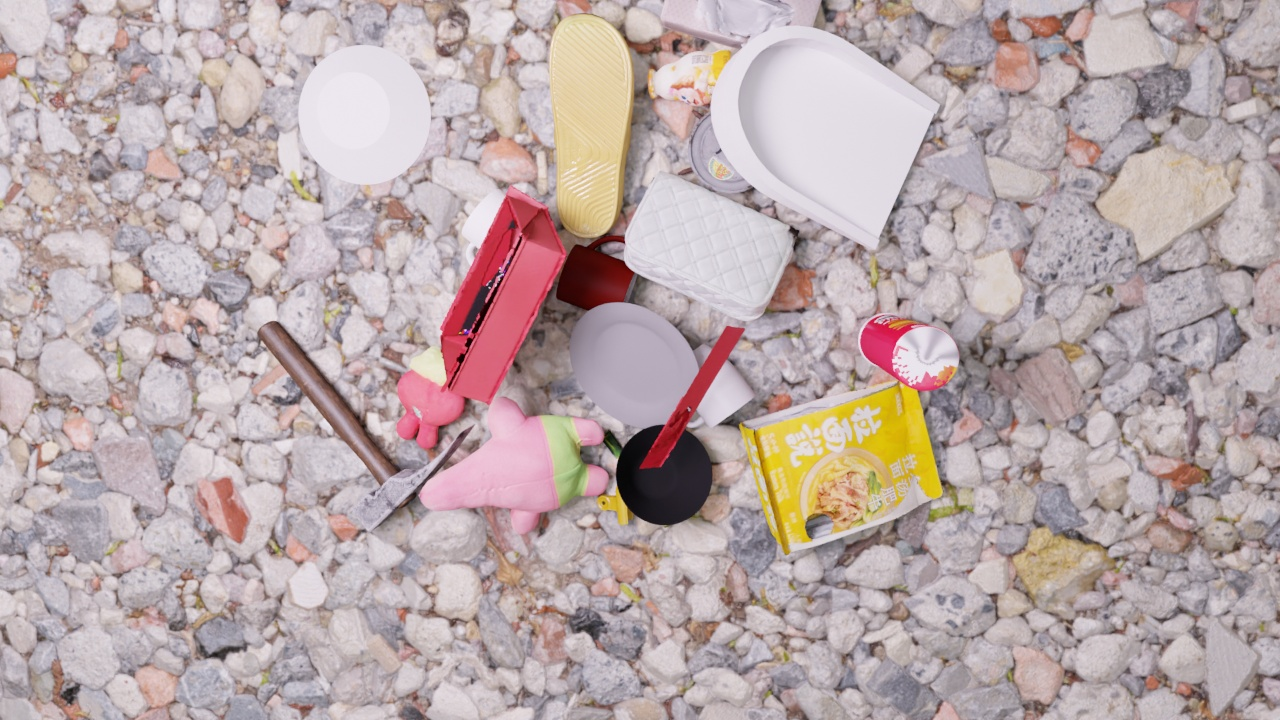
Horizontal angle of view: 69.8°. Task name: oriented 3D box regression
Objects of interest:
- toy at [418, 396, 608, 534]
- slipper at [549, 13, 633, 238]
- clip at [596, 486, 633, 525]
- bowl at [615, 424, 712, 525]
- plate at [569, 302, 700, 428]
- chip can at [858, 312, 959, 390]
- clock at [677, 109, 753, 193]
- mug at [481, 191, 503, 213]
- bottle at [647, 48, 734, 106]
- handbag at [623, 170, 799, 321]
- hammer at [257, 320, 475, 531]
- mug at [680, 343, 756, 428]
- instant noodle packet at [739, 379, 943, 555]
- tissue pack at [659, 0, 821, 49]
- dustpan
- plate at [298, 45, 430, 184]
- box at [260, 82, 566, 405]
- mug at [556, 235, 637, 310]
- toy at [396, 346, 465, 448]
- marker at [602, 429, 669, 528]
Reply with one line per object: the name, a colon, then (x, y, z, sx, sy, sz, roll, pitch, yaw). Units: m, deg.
toy: (-0.157, 0.139, 1.141, 0.236, 0.097, 0.192, -14, 112, -19)
slipper: (-0.057, -0.282, 1.116, 0.099, 0.078, 0.264, 5, 114, 5)
clip: (-0.030, 0.185, 1.192, 0.048, 0.046, 0.054, -8, 97, -28)
bowl: (0.024, 0.144, 1.158, 0.124, 0.053, 0.124, 2, 82, -13)
plate: (-0.007, 0.007, 1.134, 0.178, 0.012, 0.179, 14, 125, 21)
chip can: (0.298, -0.014, 1.038, 0.069, 0.220, 0.069, 1, 96, 5)
clock: (0.124, -0.251, 1.111, 0.148, 0.056, 0.104, 13, 97, 6)
mug: (-0.173, -0.143, 1.148, 0.090, 0.073, 0.111, 39, 124, 0)
bottle: (0.064, -0.338, 1.103, 0.108, 0.063, 0.063, -2, 96, 13)
handbag: (0.082, -0.138, 1.109, 0.195, 0.073, 0.138, 25, 67, 2)
hammer: (-0.369, 0.046, 1.175, 0.218, 0.037, 0.300, -42, 86, 26)
mug: (0.077, 0.037, 1.149, 0.107, 0.071, 0.089, -39, 85, 35)
instant noodle packet: (0.254, 0.126, 1.137, 0.221, 0.084, 0.163, -17, 96, 0)
tissue pack: (0.120, -0.418, 1.090, 0.181, 0.071, 0.104, 18, 97, -1)
dustpan: (0.209, -0.271, 1.058, 0.257, 0.053, 0.191, 24, 89, -12)
plate: (-0.355, -0.312, 1.156, 0.174, 0.036, 0.174, 1, 96, 5)
box: (-0.261, -0.135, 1.060, 0.374, 0.147, 0.213, 34, 112, 6)
mug: (-0.048, -0.111, 1.139, 0.082, 0.073, 0.105, 20, 74, 2)
toy: (-0.271, 0.049, 1.184, 0.091, 0.045, 0.135, 20, 102, 7)
marker: (-0.005, 0.154, 1.187, 0.017, 0.017, 0.146, -35, 93, 8)
